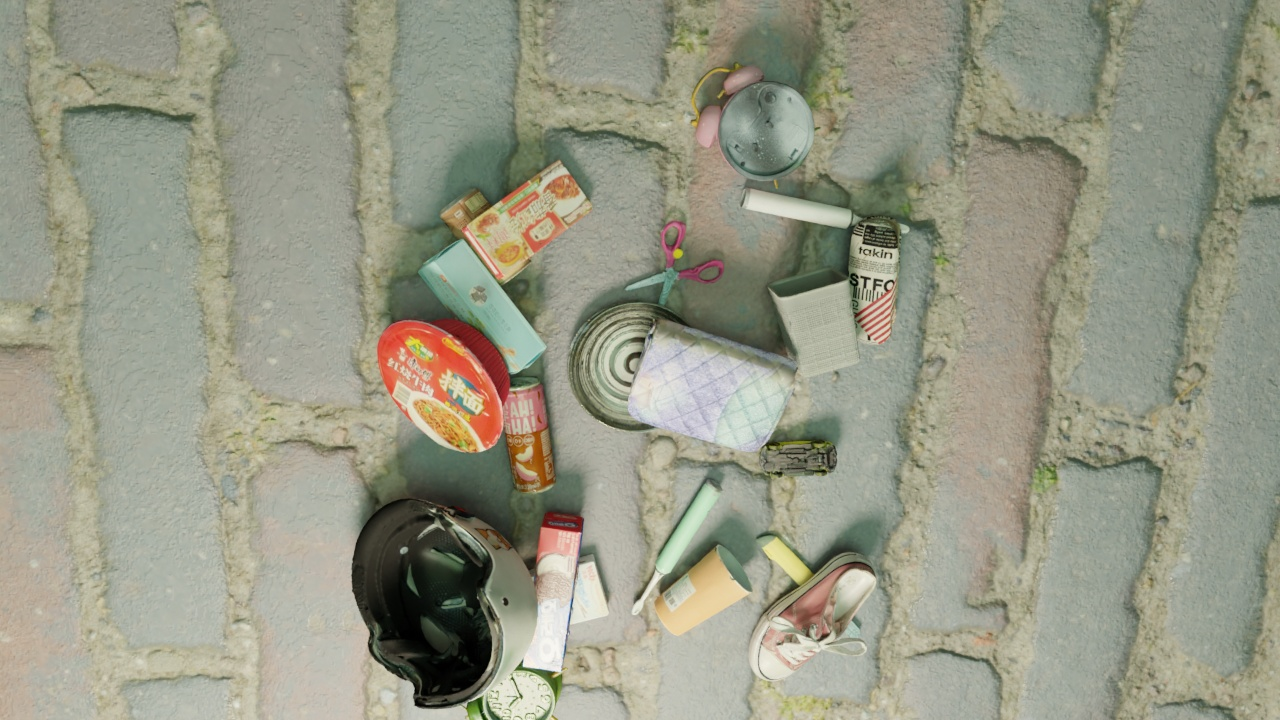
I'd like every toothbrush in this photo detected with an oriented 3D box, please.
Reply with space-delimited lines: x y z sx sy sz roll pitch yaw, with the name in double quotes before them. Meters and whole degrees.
"toothbrush" 0.237 -0.186 1.170 0.221 0.026 0.026 10 78 -6
"toothbrush" 0.047 0.262 1.270 0.026 0.027 0.225 31 100 3

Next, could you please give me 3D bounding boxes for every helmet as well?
"helmet" -0.233 0.302 1.180 0.156 0.274 0.230 11 110 -53

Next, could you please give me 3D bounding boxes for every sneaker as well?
"sneaker" 0.236 0.369 1.267 0.118 0.087 0.241 36 110 -10

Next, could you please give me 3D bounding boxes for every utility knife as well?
"utility knife" 0.243 0.323 1.302 0.031 0.022 0.220 -41 97 11

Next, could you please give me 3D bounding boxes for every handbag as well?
"handbag" 0.086 0.030 1.159 0.194 0.075 0.134 17 123 -7

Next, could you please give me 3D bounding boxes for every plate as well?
"plate" -0.007 0.007 1.205 0.179 0.024 0.179 -1 105 -5

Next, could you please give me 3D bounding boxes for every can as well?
"can" -0.191 -0.152 1.135 0.058 0.058 0.116 -36 103 5
"can" -0.148 0.098 1.200 0.058 0.058 0.147 -7 104 -2

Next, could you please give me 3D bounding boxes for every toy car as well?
"toy car" 0.213 0.131 1.246 0.105 0.032 0.048 -4 105 9

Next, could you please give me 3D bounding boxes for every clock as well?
"clock" -0.186 0.464 1.290 0.161 0.056 0.116 5 103 -5
"clock" 0.134 -0.292 1.121 0.158 0.059 0.117 34 100 -13

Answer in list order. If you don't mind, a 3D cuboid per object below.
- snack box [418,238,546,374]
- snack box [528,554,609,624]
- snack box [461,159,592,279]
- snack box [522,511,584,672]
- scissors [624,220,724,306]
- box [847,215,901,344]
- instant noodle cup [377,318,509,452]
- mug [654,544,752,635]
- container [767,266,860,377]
"snack box" -0.197 -0.064 1.142 0.051 0.074 0.175 -43 105 -24
"snack box" -0.129 0.330 1.275 0.157 0.027 0.085 -14 104 0
"snack box" -0.135 -0.172 1.115 0.152 0.025 0.075 -41 103 -23
"snack box" -0.116 0.311 1.228 0.058 0.057 0.207 8 102 -2
"scissors" 0.048 -0.111 1.184 0.130 0.017 0.133 13 107 -10
"box" 0.301 -0.107 1.182 0.075 0.083 0.163 11 121 31
"instant noodle cup" -0.233 0.020 1.140 0.194 0.065 0.194 18 130 22
"mug" 0.083 0.321 1.264 0.123 0.078 0.078 -39 103 10
"container" 0.225 -0.048 1.173 0.090 0.090 0.114 -16 107 1
